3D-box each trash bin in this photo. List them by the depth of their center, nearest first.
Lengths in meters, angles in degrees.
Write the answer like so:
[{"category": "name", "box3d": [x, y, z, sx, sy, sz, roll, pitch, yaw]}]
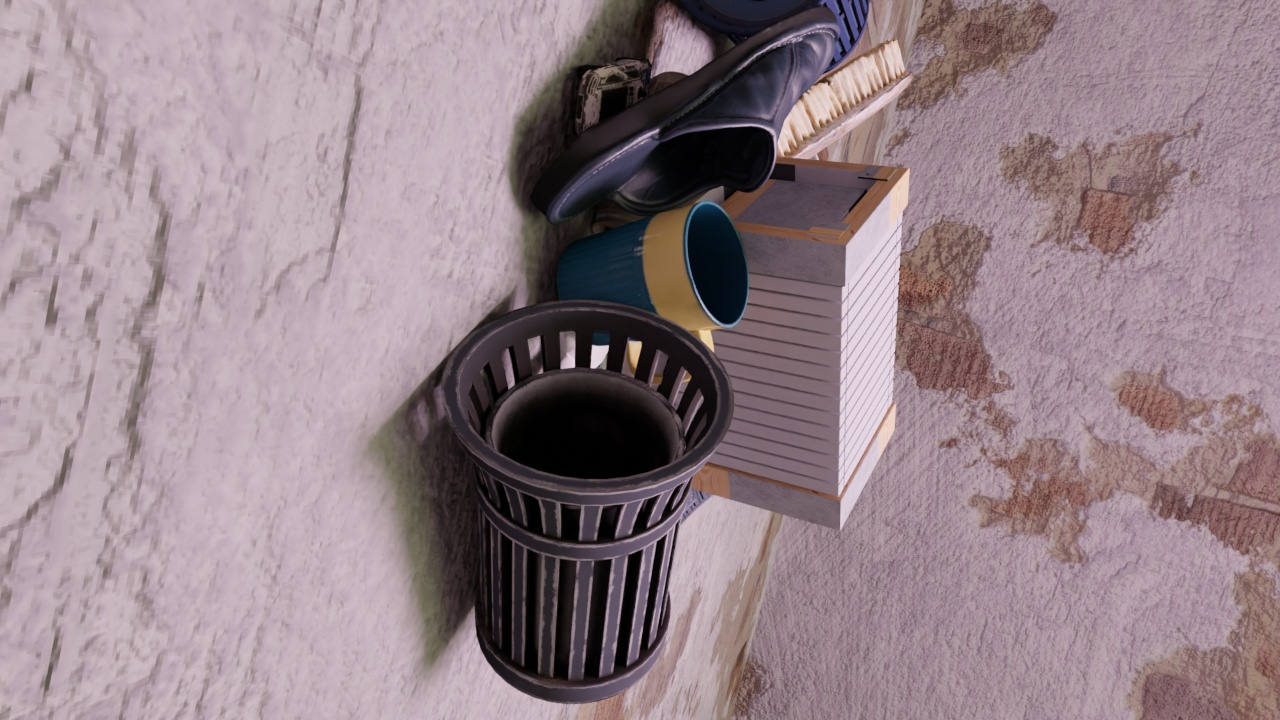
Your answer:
[{"category": "trash bin", "box3d": [-0.039, 0.102, 0.594, 0.163, 0.164, 0.228, -56, 159, -47]}, {"category": "trash bin", "box3d": [0.118, -0.019, 0.736, 0.142, 0.143, 0.247, -45, 138, -45]}, {"category": "trash bin", "box3d": [0.116, -0.313, 0.753, 0.249, 0.139, 0.139, -23, 127, -71]}]

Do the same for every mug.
[{"category": "mug", "box3d": [0.010, -0.040, 0.619, 0.083, 0.107, 0.113, -6, 87, -58]}]

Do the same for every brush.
[{"category": "brush", "box3d": [0.165, -0.229, 0.869, 0.270, 0.056, 0.083, -38, -171, -29]}]

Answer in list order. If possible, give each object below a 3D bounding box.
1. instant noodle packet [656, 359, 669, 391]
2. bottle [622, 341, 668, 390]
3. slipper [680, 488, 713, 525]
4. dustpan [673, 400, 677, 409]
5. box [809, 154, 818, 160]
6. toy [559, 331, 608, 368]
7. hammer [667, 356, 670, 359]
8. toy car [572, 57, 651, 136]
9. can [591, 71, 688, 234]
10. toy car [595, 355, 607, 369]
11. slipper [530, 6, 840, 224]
[{"category": "instant noodle packet", "box3d": [0.035, 0.044, 0.865, 0.087, 0.026, 0.134, -71, 160, 0]}, {"category": "bottle", "box3d": [-0.005, 0.004, 0.797, 0.051, 0.051, 0.146, 47, 60, -71]}, {"category": "slipper", "box3d": [0.036, 0.116, 1.006, 0.263, 0.082, 0.101, -46, 148, -21]}, {"category": "dustpan", "box3d": [0.082, 0.016, 0.885, 0.257, 0.033, 0.163, -34, 130, -65]}, {"category": "box", "box3d": [0.172, -0.229, 1.006, 0.129, 0.034, 0.209, 65, 7, -76]}, {"category": "toy", "box3d": [-0.043, -0.016, 0.678, 0.076, 0.037, 0.125, 49, 52, -62]}, {"category": "hammer", "box3d": [0.075, -0.080, 0.916, 0.300, 0.037, 0.158, -53, 153, -27]}, {"category": "toy car", "box3d": [-0.012, -0.178, 0.624, 0.112, 0.040, 0.048, -47, 149, -59]}, {"category": "can", "box3d": [0.010, -0.150, 0.699, 0.054, 0.054, 0.135, 59, 48, -68]}, {"category": "toy car", "box3d": [-0.043, 0.034, 0.741, 0.039, 0.027, 0.089, 68, 40, -61]}, {"category": "slipper", "box3d": [0.052, -0.145, 0.616, 0.264, 0.083, 0.109, -37, 177, -28]}]
